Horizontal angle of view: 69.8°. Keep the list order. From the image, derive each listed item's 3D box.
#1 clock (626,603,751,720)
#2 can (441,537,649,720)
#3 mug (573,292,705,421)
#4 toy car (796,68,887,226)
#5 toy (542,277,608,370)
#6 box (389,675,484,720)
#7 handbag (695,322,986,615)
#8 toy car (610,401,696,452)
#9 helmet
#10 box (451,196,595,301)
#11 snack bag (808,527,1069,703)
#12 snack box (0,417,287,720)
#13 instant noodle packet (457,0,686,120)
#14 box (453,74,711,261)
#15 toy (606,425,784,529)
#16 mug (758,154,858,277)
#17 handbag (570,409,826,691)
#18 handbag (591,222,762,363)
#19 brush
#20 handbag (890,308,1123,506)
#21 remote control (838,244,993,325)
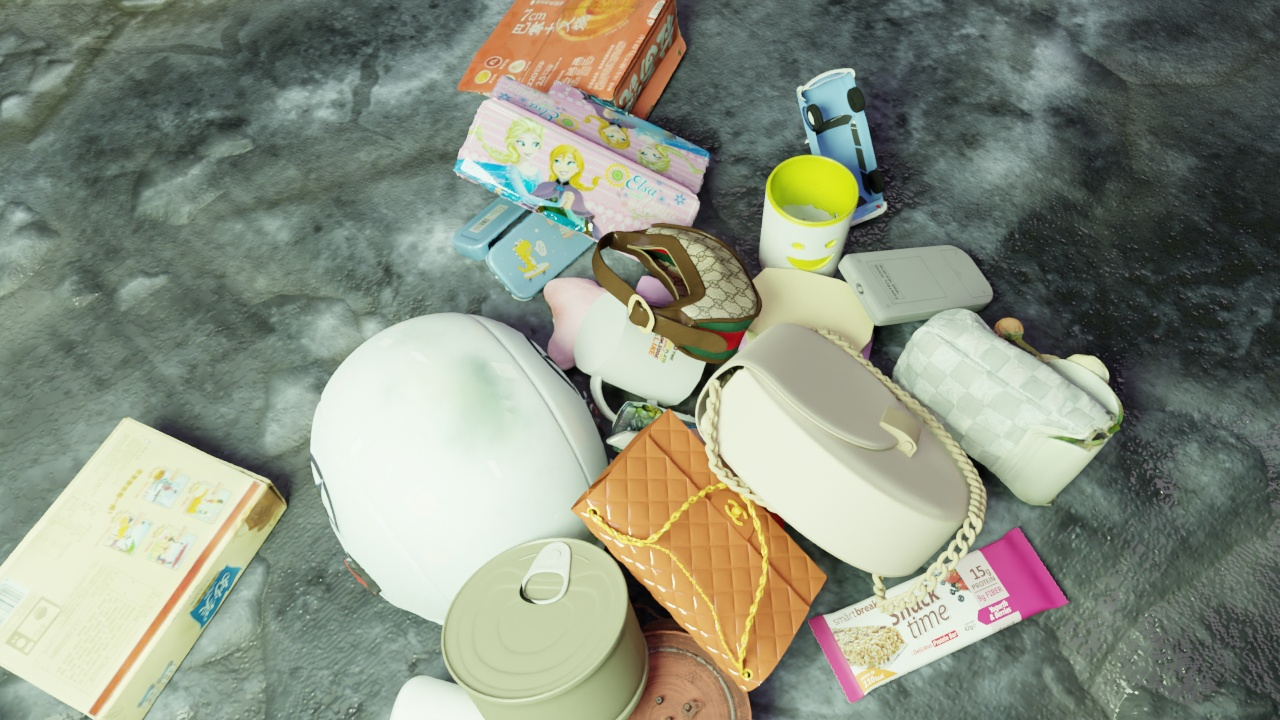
[{"bbox_3d":[0.013,0.251,0.672,0.120,0.072,0.157,-23,63,-11],"label":"clock"},{"bbox_3d":[-0.062,0.194,0.626,0.128,0.073,0.127,-11,38,8],"label":"can"},{"bbox_3d":[-0.005,0.005,0.797,0.089,0.074,0.105,24,82,-31],"label":"mug"},{"bbox_3d":[0.196,-0.208,0.900,0.056,0.153,0.054,-22,24,-1],"label":"toy car"},{"bbox_3d":[-0.046,-0.042,0.855,0.093,0.050,0.102,-10,57,0],"label":"toy"},{"bbox_3d":[-0.123,0.307,0.644,0.137,0.083,0.143,11,55,7],"label":"box"},{"bbox_3d":[0.149,0.069,0.709,0.208,0.103,0.210,38,24,9],"label":"handbag"},{"bbox_3d":[0.026,0.066,0.784,0.105,0.048,0.033,16,18,-12],"label":"toy car"},{"bbox_3d":[-0.143,0.074,0.729,0.236,0.164,0.264,-30,64,-13],"label":"helmet"},{"bbox_3d":[-0.084,-0.160,0.927,0.120,0.049,0.209,37,69,22],"label":"box"},{"bbox_3d":[0.236,0.199,0.727,0.196,0.016,0.070,-20,60,-9],"label":"snack bag"},{"bbox_3d":[-0.415,0.166,0.746,0.153,0.055,0.206,21,63,14],"label":"snack box"},{"bbox_3d":[-0.083,-0.345,1.027,0.221,0.084,0.164,17,66,21],"label":"instant noodle packet"},{"bbox_3d":[-0.046,-0.197,0.890,0.230,0.066,0.158,24,72,-8],"label":"box"},{"bbox_3d":[0.040,0.107,0.737,0.131,0.096,0.124,-18,99,8],"label":"toy"},{"bbox_3d":[0.156,-0.128,0.866,0.082,0.106,0.082,-1,60,2],"label":"mug"},{"bbox_3d":[0.045,0.131,0.649,0.172,0.060,0.108,47,46,-2],"label":"handbag"},{"bbox_3d":[0.026,-0.061,0.776,0.138,0.063,0.166,10,35,-20],"label":"handbag"},{"bbox_3d":[0.105,-0.048,0.858,0.229,0.043,0.089,15,62,10],"label":"brush"},{"bbox_3d":[0.308,0.024,0.774,0.171,0.113,0.123,39,59,22],"label":"handbag"},{"bbox_3d":[0.259,-0.071,0.854,0.150,0.019,0.074,-8,58,-28],"label":"remote control"}]
